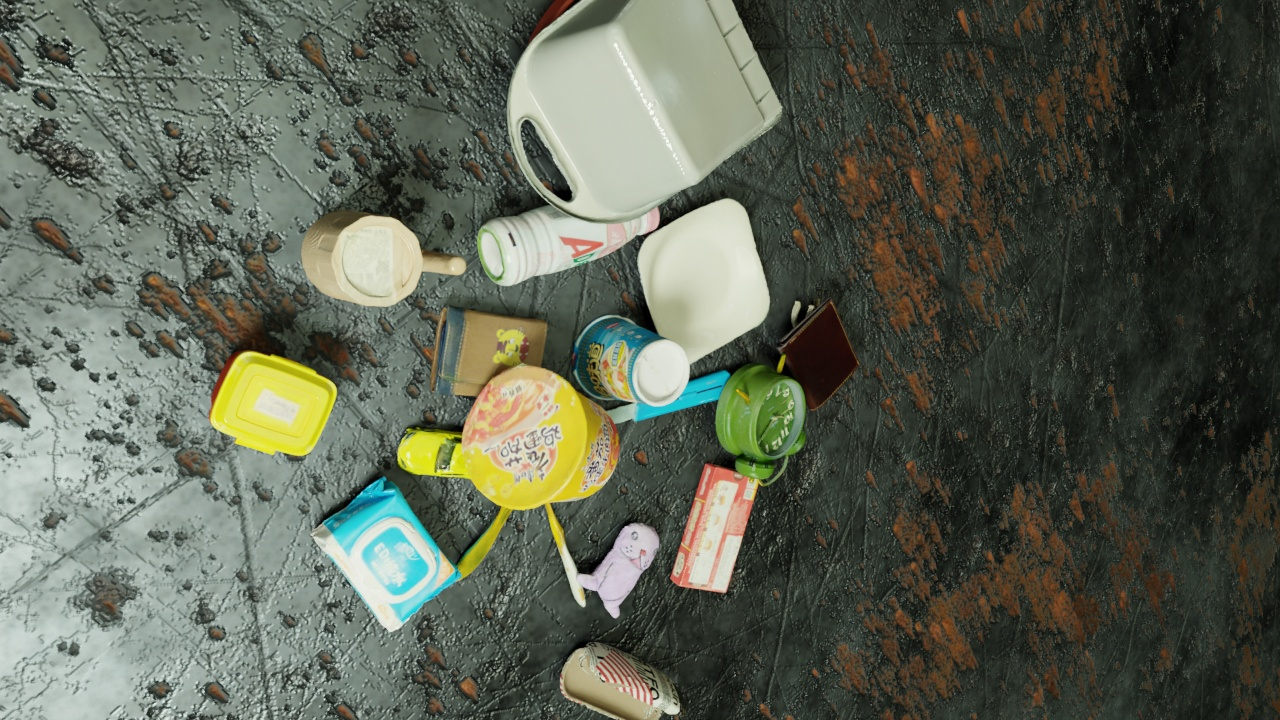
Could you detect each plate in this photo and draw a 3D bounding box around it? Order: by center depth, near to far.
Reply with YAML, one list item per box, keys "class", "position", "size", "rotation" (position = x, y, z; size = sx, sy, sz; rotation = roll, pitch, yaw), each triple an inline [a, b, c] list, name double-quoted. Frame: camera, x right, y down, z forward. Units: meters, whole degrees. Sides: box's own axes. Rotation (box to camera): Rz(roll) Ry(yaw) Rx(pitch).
- class: "plate"
  position: [0.069, -0.092, 1.060]
  size: [0.164, 0.034, 0.164]
  rotation: [-28, 113, -25]

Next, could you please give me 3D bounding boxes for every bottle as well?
- class: "bottle"
  position: [-0.068, -0.132, 0.948]
  size: [0.196, 0.068, 0.068]
  rotation: [-20, 109, -31]

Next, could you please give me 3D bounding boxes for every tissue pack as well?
- class: "tissue pack"
  position: [-0.246, 0.189, 0.896]
  size: [0.089, 0.063, 0.140]
  rotation: [-38, 117, -21]

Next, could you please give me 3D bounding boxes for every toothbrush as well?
- class: "toothbrush"
  position: [-0.088, 0.195, 1.027]
  size: [0.018, 0.016, 0.191]
  rotation: [-29, 113, -34]

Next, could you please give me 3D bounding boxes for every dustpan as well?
- class: "dustpan"
  position: [-0.004, -0.264, 0.914]
  size: [0.223, 0.143, 0.256]
  rotation: [58, 44, -25]

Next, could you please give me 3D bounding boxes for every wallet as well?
- class: "wallet"
  position: [-0.154, -0.005, 0.939]
  size: [0.115, 0.033, 0.090]
  rotation: [7, 94, -37]
- class: "wallet"
  position: [0.226, -0.007, 1.153]
  size: [0.096, 0.020, 0.122]
  rotation: [-43, 128, -13]

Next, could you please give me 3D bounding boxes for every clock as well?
- class: "clock"
  position: [0.152, 0.079, 1.121]
  size: [0.115, 0.056, 0.161]
  rotation: [-33, 124, -34]

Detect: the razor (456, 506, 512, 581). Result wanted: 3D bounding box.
- class: "razor"
  position: [-0.161, 0.178, 0.972]
  size: [0.043, 0.028, 0.132]
  rotation: [40, 79, -35]

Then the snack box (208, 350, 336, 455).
- class: "snack box"
  position: [-0.327, 0.035, 0.806]
  size: [0.091, 0.080, 0.082]
  rotation: [26, 84, -33]

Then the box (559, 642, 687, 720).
- class: "box"
  position: [-0.024, 0.389, 1.079]
  size: [0.162, 0.076, 0.088]
  rotation: [33, 107, -33]

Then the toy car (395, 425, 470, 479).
- class: "toy car"
  position: [-0.194, 0.096, 0.931]
  size: [0.105, 0.032, 0.048]
  rotation: [10, 94, -32]

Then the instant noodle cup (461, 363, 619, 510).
- class: "instant noodle cup"
  position: [-0.091, 0.083, 0.924]
  size: [0.109, 0.138, 0.138]
  rotation: [24, 85, -63]

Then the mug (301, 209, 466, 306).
- class: "mug"
  position: [-0.231, -0.091, 0.829]
  size: [0.124, 0.104, 0.084]
  rotation: [1, 98, -32]

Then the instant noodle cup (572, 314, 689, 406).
- class: "instant noodle cup"
  position: [-0.006, 0.006, 0.986]
  size: [0.099, 0.110, 0.099]
  rotation: [-7, 103, -32]

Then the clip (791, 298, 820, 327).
- class: "clip"
  position: [0.229, -0.033, 1.174]
  size: [0.082, 0.035, 0.105]
  rotation: [-27, 117, -25]

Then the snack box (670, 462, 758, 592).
- class: "snack box"
  position: [0.093, 0.208, 1.137]
  size: [0.075, 0.025, 0.153]
  rotation: [17, 90, -32]

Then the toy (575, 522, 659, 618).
- class: "toy"
  position: [-0.021, 0.233, 1.061]
  size: [0.108, 0.039, 0.084]
  rotation: [-50, 124, -14]

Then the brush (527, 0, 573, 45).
- class: "brush"
  position: [-0.054, -0.342, 0.918]
  size: [0.145, 0.063, 0.069]
  rotation: [-57, 135, -12]

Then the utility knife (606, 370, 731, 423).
- class: "utility knife"
  position: [0.032, 0.047, 1.073]
  size: [0.191, 0.018, 0.034]
  rotation: [-15, 107, -29]
